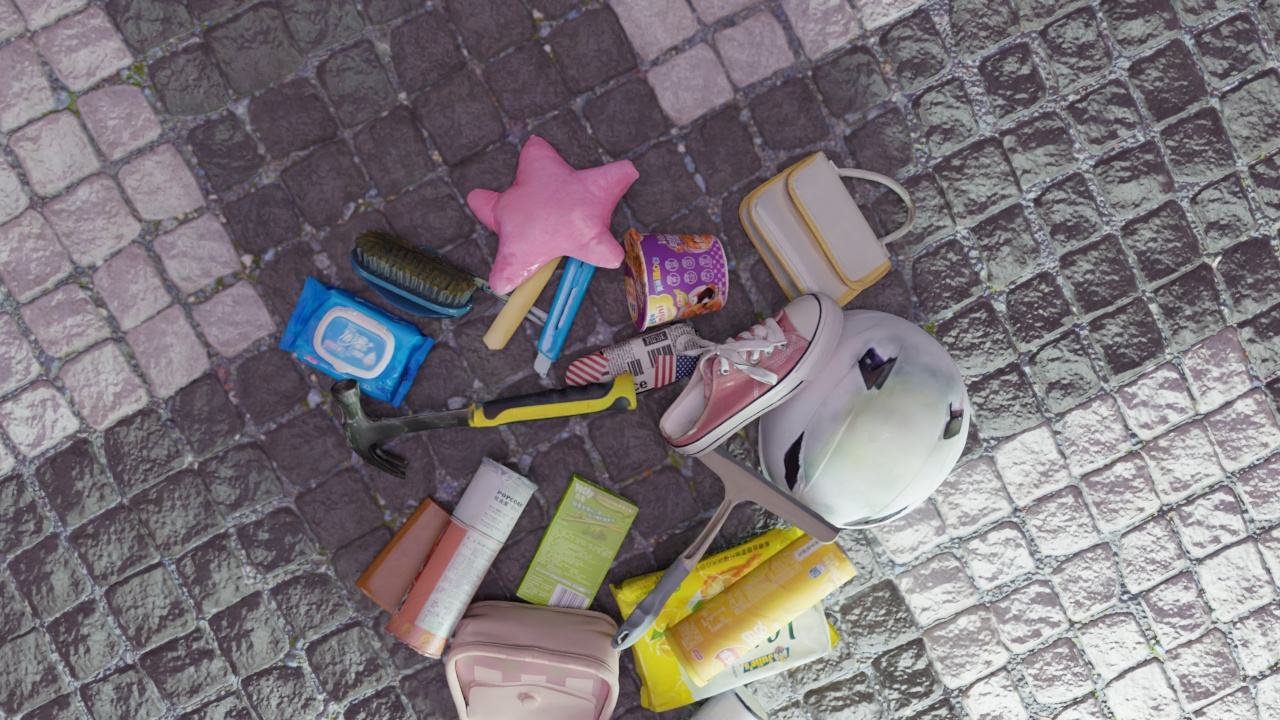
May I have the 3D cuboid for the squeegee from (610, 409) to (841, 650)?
[{"bbox_3d":[0.051,0.219,1.010,0.246,0.039,0.246,33,81,29],"label":"squeegee"}]

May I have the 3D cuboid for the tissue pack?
[{"bbox_3d":[-0.319,-0.021,1.025,0.157,0.052,0.095,28,93,-5],"label":"tissue pack"}]

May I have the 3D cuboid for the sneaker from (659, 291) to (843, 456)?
[{"bbox_3d":[0.109,0.005,0.988,0.241,0.118,0.088,-41,131,11],"label":"sneaker"}]

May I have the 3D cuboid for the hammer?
[{"bbox_3d":[-0.165,0.059,1.013,0.323,0.031,0.126,-8,123,0],"label":"hammer"}]

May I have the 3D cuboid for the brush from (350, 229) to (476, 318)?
[{"bbox_3d":[-0.254,-0.087,1.018,0.144,0.055,0.074,24,132,-2],"label":"brush"}]

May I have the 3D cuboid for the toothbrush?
[{"bbox_3d":[-0.170,-0.081,1.044,0.191,0.018,0.016,30,94,-5],"label":"toothbrush"}]

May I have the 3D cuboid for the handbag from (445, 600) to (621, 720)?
[{"bbox_3d":[-0.126,0.398,1.055,0.193,0.093,0.234,8,111,1],"label":"handbag"}]

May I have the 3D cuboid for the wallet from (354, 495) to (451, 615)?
[{"bbox_3d":[-0.241,0.243,1.059,0.119,0.035,0.130,41,85,-9],"label":"wallet"}]

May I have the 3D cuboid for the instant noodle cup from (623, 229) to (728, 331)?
[{"bbox_3d":[0.039,-0.092,1.012,0.099,0.111,0.111,-6,95,-10],"label":"instant noodle cup"}]

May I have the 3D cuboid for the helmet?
[{"bbox_3d":[0.254,0.077,1.014,0.229,0.146,0.259,34,93,-5],"label":"helmet"}]

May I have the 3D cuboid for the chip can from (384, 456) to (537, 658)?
[{"bbox_3d":[-0.197,0.217,1.015,0.071,0.071,0.214,30,78,-5],"label":"chip can"}]

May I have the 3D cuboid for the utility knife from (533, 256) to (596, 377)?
[{"bbox_3d":[-0.086,-0.059,1.041,0.034,0.018,0.166,21,88,-15],"label":"utility knife"}]

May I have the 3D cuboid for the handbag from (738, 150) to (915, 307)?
[{"bbox_3d":[0.223,-0.157,1.038,0.178,0.063,0.163,-35,97,-3],"label":"handbag"}]

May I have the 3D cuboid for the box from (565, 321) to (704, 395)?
[{"bbox_3d":[-0.007,0.005,1.051,0.164,0.064,0.074,-17,122,-1],"label":"box"}]

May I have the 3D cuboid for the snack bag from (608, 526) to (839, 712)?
[{"bbox_3d":[0.094,0.293,1.064,0.246,0.068,0.158,-19,95,-1],"label":"snack bag"}]

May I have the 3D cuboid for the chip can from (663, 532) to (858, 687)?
[{"bbox_3d":[0.129,0.262,0.995,0.213,0.072,0.072,-36,96,-1],"label":"chip can"}]

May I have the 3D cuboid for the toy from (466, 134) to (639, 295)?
[{"bbox_3d":[-0.093,-0.172,1.007,0.195,0.074,0.178,-15,78,9],"label":"toy"}]

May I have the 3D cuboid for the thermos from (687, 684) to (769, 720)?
[{"bbox_3d":[0.048,0.474,1.080,0.073,0.073,0.224,45,92,-5],"label":"thermos"}]

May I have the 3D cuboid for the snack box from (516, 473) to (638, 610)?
[{"bbox_3d":[-0.074,0.220,1.071,0.086,0.026,0.156,26,94,-5],"label":"snack box"}]

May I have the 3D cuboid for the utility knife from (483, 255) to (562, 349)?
[{"bbox_3d":[-0.131,-0.077,1.036,0.031,0.018,0.151,33,76,-4],"label":"utility knife"}]
